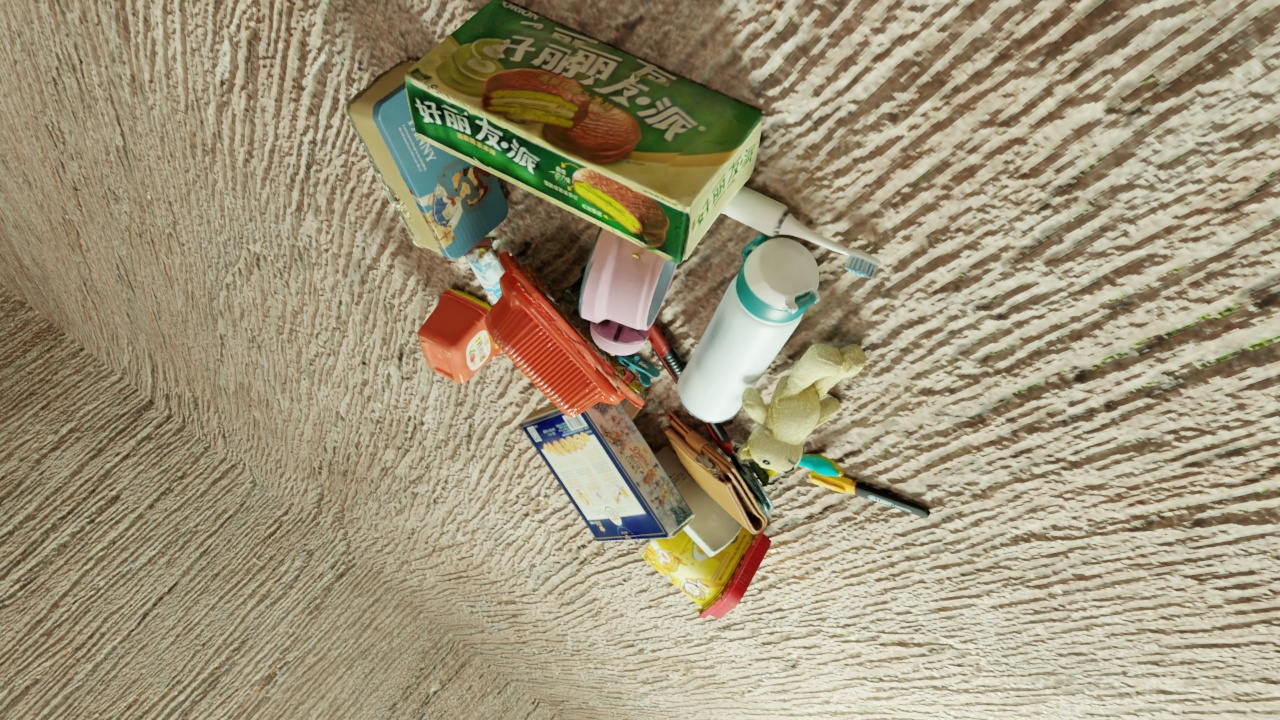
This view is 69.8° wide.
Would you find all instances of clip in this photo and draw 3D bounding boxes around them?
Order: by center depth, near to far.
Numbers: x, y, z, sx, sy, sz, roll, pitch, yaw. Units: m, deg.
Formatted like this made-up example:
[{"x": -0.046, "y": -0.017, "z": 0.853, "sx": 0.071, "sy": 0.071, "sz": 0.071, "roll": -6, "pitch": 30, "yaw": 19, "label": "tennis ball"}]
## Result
[{"x": -0.005, "y": 0.005, "z": 0.984, "sx": 0.055, "sy": 0.013, "sz": 0.034, "roll": 37, "pitch": 149, "yaw": 0, "label": "clip"}]

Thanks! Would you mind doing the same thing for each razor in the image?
[{"x": 0.161, "y": 0.108, "z": 0.937, "sx": 0.133, "sy": 0.028, "sz": 0.043, "roll": -8, "pitch": 116, "yaw": 58, "label": "razor"}]

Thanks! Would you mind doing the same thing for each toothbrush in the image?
[{"x": 0.081, "y": -0.118, "z": 0.705, "sx": 0.221, "sy": 0.026, "sz": 0.027, "roll": 28, "pitch": 175, "yaw": 14, "label": "toothbrush"}]

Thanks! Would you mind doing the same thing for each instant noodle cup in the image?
[{"x": -0.089, "y": -0.019, "z": 0.916, "sx": 0.189, "sy": 0.079, "sz": 0.164, "roll": 48, "pitch": 179, "yaw": -18, "label": "instant noodle cup"}, {"x": 0.075, "y": 0.233, "z": 1.116, "sx": 0.123, "sy": 0.115, "sz": 0.116, "roll": 33, "pitch": 150, "yaw": 5, "label": "instant noodle cup"}]

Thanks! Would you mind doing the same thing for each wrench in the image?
[{"x": 0.073, "y": 0.065, "z": 0.959, "sx": 0.273, "sy": 0.016, "sz": 0.056, "roll": 57, "pitch": 169, "yaw": -24, "label": "wrench"}]

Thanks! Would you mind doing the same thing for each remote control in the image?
[{"x": 0.056, "y": 0.164, "z": 1.072, "sx": 0.135, "sy": 0.056, "sz": 0.019, "roll": 45, "pitch": 149, "yaw": 13, "label": "remote control"}]

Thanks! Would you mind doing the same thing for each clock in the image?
[{"x": -0.006, "y": -0.071, "z": 0.779, "sx": 0.060, "sy": 0.117, "sz": 0.159, "roll": 21, "pitch": 146, "yaw": 5, "label": "clock"}]

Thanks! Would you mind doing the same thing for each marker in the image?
[{"x": 0.228, "y": 0.133, "z": 0.919, "sx": 0.124, "sy": 0.015, "sz": 0.018, "roll": 17, "pitch": 150, "yaw": 27, "label": "marker"}]

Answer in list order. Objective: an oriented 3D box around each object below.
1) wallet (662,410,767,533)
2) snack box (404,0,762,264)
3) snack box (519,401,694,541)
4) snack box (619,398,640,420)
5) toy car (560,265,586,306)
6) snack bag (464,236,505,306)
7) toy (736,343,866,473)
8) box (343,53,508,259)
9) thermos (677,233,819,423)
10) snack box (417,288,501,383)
[{"x": 0.077, "y": 0.121, "z": 0.998, "sx": 0.132, "sy": 0.031, "sz": 0.108, "roll": 37, "pitch": 162, "yaw": 52, "label": "wallet"}, {"x": -0.043, "y": -0.172, "z": 0.671, "sx": 0.240, "sy": 0.114, "sz": 0.063, "roll": 28, "pitch": 149, "yaw": 15, "label": "snack box"}, {"x": -0.045, "y": 0.125, "z": 1.068, "sx": 0.182, "sy": 0.045, "sz": 0.178, "roll": 57, "pitch": 149, "yaw": -7, "label": "snack box"}, {"x": -0.078, "y": 0.023, "z": 1.072, "sx": 0.157, "sy": 0.026, "sz": 0.085, "roll": 40, "pitch": 151, "yaw": -6, "label": "snack box"}, {"x": -0.039, "y": -0.073, "z": 0.879, "sx": 0.091, "sy": 0.043, "sz": 0.036, "roll": -9, "pitch": 128, "yaw": 52, "label": "toy car"}, {"x": -0.162, "y": -0.092, "z": 1.000, "sx": 0.048, "sy": 0.026, "sz": 0.104, "roll": 3, "pitch": 138, "yaw": 27, "label": "snack bag"}, {"x": 0.142, "y": 0.041, "z": 0.807, "sx": 0.158, "sy": 0.105, "sz": 0.066, "roll": -62, "pitch": 40, "yaw": 42, "label": "toy"}, {"x": -0.194, "y": -0.186, "z": 0.837, "sx": 0.063, "sy": 0.089, "sz": 0.184, "roll": 23, "pitch": 150, "yaw": 34, "label": "box"}, {"x": 0.089, "y": -0.024, "z": 0.794, "sx": 0.073, "sy": 0.073, "sz": 0.225, "roll": 33, "pitch": 150, "yaw": 6, "label": "thermos"}, {"x": -0.218, "y": -0.027, "z": 1.095, "sx": 0.082, "sy": 0.080, "sz": 0.091, "roll": 26, "pitch": 149, "yaw": 20, "label": "snack box"}]
